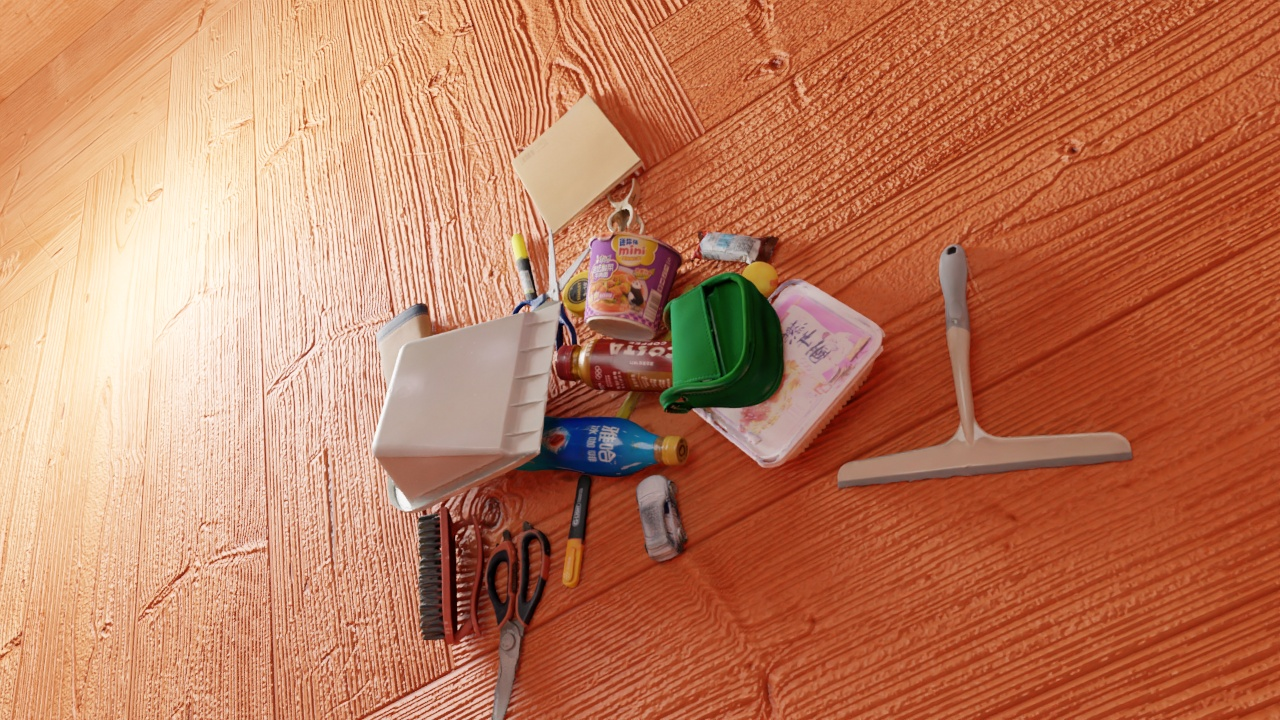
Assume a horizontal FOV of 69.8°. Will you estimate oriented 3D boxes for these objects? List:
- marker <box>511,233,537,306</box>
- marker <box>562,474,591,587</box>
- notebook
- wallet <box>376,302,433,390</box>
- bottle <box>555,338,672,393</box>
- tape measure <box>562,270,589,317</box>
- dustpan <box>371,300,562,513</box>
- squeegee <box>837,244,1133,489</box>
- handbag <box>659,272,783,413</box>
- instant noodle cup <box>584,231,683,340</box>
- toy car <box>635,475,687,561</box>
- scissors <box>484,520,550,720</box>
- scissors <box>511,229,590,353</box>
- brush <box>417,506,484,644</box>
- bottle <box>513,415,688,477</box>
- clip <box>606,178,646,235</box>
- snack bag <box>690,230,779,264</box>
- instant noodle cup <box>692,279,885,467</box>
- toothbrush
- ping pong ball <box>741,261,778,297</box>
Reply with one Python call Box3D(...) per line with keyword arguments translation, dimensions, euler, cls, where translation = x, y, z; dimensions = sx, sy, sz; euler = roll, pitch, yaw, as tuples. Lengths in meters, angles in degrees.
Box3D(translation=(-0.151, -0.119, 1.206), dimensions=(0.018, 0.015, 0.124), euler=(-28, 55, 16), cls="marker")
Box3D(translation=(-0.067, 0.180, 0.977), dimensions=(0.018, 0.015, 0.123), euler=(-7, 58, 24), cls="marker")
Box3D(translation=(-0.093, -0.269, 1.245), dimensions=(0.149, 0.012, 0.211), euler=(-39, 44, 8), cls="notebook")
Box3D(translation=(-0.312, -0.013, 1.233), dimensions=(0.090, 0.033, 0.115), euler=(-34, 52, 14), cls="wallet")
Box3D(translation=(-0.006, 0.006, 0.993), dimensions=(0.175, 0.057, 0.057), euler=(2, 64, 21), cls="bottle")
Box3D(translation=(-0.065, -0.079, 1.118), dimensions=(0.057, 0.029, 0.060), euler=(-16, 57, 23), cls="tape measure")
Box3D(translation=(-0.204, 0.070, 1.078), dimensions=(0.258, 0.143, 0.222), euler=(-7, 49, 13), cls="dustpan")
Box3D(translation=(0.297, -0.014, 0.848), dimensions=(0.247, 0.039, 0.246), euler=(-10, 58, 27), cls="squeegee")
Box3D(translation=(0.074, -0.014, 0.898), dimensions=(0.120, 0.068, 0.131), euler=(-18, 56, 32), cls="handbag")
Box3D(translation=(-0.014, -0.079, 1.042), dimensions=(0.112, 0.111, 0.099), euler=(3, 74, 33), cls="instant noodle cup")
Box3D(translation=(0.017, 0.157, 0.926), dimensions=(0.043, 0.034, 0.090), euler=(-26, 51, 21), cls="toy car")
Box3D(translation=(-0.147, 0.284, 0.967), dimensions=(0.177, 0.015, 0.210), euler=(31, 82, 39), cls="scissors")
Box3D(translation=(-0.107, -0.071, 1.115), dimensions=(0.176, 0.012, 0.162), euler=(-36, 65, 36), cls="scissors")
Box3D(translation=(-0.206, 0.237, 1.005), dimensions=(0.069, 0.063, 0.145), euler=(-6, 57, -5), cls="brush")
Box3D(translation=(-0.050, 0.093, 0.986), dimensions=(0.219, 0.065, 0.065), euler=(1, 64, 31), cls="bottle")
Box3D(translation=(-0.017, -0.185, 1.151), dimensions=(0.076, 0.035, 0.100), euler=(-25, 44, 19), cls="clip")
Box3D(translation=(0.103, -0.128, 1.043), dimensions=(0.105, 0.026, 0.045), euler=(10, 60, 35), cls="snack bag")
Box3D(translation=(0.148, 0.019, 0.908), dimensions=(0.173, 0.060, 0.138), euler=(-48, 49, -3), cls="instant noodle cup")
Box3D(translation=(0.016, -0.004, 1.031), dimensions=(0.016, 0.016, 0.190), euler=(22, 76, 38), cls="toothbrush")
Box3D(translation=(0.129, -0.087, 0.994), dimensions=(0.040, 0.040, 0.040), euler=(-15, 56, 24), cls="ping pong ball")
